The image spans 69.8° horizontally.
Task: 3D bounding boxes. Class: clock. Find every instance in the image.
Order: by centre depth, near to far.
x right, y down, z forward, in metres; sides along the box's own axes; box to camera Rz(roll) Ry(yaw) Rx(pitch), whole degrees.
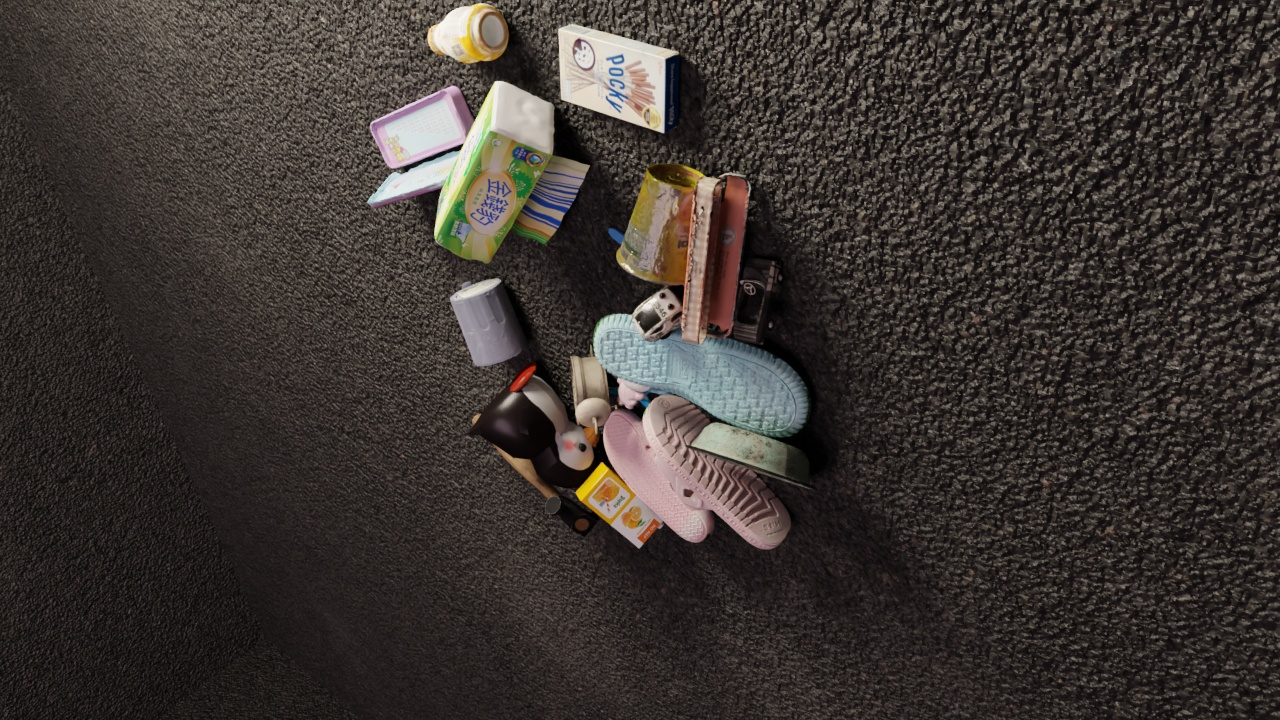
[{"bbox_3d":[-0.063,0.049,1.227,0.140,0.054,0.093,-105,11,-53],"label":"clock"}]

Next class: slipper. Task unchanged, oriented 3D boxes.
[{"bbox_3d":[0.074,0.005,1.084,0.276,0.069,0.116,18,128,17],"label":"slipper"},{"bbox_3d":[0.085,0.150,1.165,0.239,0.094,0.065,45,137,4],"label":"slipper"},{"bbox_3d":[0.026,0.153,1.258,0.221,0.055,0.107,49,141,20],"label":"slipper"}]

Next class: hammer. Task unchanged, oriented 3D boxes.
[{"bbox_3d":[-0.175,0.172,1.444,0.305,0.040,0.132,37,177,41],"label":"hammer"}]

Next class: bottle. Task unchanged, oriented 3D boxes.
[{"bbox_3d":[-0.206,-0.382,1.078,0.109,0.063,0.063,12,126,43],"label":"bottle"}]

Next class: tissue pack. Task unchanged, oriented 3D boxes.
[{"bbox_3d":[-0.149,-0.211,1.108,0.141,0.120,0.198,18,141,-23],"label":"tissue pack"}]

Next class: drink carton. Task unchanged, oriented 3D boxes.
[{"bbox_3d":[-0.026,0.210,1.318,0.122,0.058,0.040,42,177,-17],"label":"drink carton"}]

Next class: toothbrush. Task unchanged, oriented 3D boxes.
[{"bbox_3d":[0.025,-0.114,1.091,0.166,0.014,0.016,39,140,24],"label":"toothbrush"}]

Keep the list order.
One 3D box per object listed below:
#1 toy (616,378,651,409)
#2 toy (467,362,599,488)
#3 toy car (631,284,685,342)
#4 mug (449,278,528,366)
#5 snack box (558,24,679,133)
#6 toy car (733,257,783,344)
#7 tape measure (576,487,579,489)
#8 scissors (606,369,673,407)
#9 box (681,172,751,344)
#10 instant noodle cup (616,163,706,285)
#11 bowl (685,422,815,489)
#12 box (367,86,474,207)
[{"bbox_3d":[-0.007,0.007,1.190,0.076,0.037,0.126,31,127,38],"label":"toy"},{"bbox_3d":[-0.144,0.117,1.340,0.184,0.140,0.159,46,180,-9],"label":"toy"},{"bbox_3d":[0.042,-0.067,1.036,0.048,0.113,0.040,55,-178,24],"label":"toy car"},{"bbox_3d":[-0.226,-0.060,1.344,0.124,0.083,0.104,34,146,65],"label":"mug"},{"bbox_3d":[-0.024,-0.303,0.981,0.150,0.026,0.082,26,134,31],"label":"snack box"},{"bbox_3d":[0.123,-0.065,0.984,0.040,0.037,0.092,14,95,40],"label":"toy car"},{"bbox_3d":[-0.083,0.191,1.426,0.052,0.019,0.059,-23,102,53],"label":"tape measure"},{"bbox_3d":[0.002,0.054,1.241,0.141,0.013,0.113,2,117,42],"label":"scissors"},{"bbox_3d":[0.078,-0.103,0.971,0.054,0.076,0.187,-125,34,-56],"label":"box"},{"bbox_3d":[0.031,-0.151,0.996,0.102,0.102,0.108,30,127,27],"label":"instant noodle cup"},{"bbox_3d":[0.133,0.108,1.073,0.157,0.038,0.157,18,175,1],"label":"bowl"},{"bbox_3d":[-0.301,-0.282,1.252,0.215,0.062,0.140,-2,82,46],"label":"box"}]
